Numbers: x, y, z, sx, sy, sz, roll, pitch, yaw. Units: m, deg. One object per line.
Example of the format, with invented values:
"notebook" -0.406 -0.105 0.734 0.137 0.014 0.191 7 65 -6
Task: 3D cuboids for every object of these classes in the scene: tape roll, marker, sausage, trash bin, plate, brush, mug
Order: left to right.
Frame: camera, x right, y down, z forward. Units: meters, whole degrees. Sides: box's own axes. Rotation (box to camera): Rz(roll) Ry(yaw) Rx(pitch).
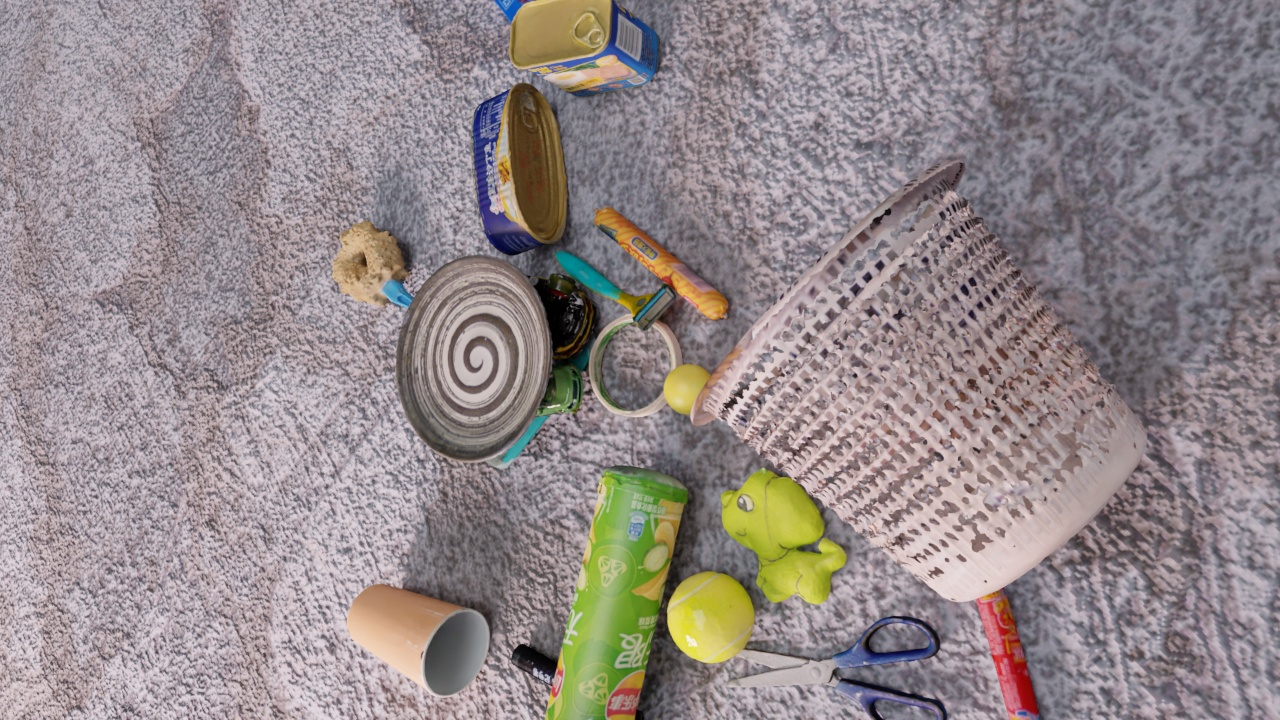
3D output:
"mug" -0.207 0.248 0.838 0.123 0.078 0.078 9 90 37
"brush" -0.215 -0.054 0.893 0.255 0.045 0.083 36 100 25
"plate" -0.142 -0.002 0.790 0.180 0.024 0.179 -3 85 32
"marker" -0.054 0.272 0.768 0.132 0.022 0.020 16 83 33
"tape roll" -0.005 0.004 0.768 0.086 0.013 0.085 -4 83 31
"sausage" 0.015 -0.083 0.759 0.165 0.021 0.021 42 106 28
"trash bin" 0.175 0.026 0.554 0.192 0.227 0.228 47 109 13
"sausage" 0.237 0.182 0.600 0.020 0.020 0.155 -19 76 29

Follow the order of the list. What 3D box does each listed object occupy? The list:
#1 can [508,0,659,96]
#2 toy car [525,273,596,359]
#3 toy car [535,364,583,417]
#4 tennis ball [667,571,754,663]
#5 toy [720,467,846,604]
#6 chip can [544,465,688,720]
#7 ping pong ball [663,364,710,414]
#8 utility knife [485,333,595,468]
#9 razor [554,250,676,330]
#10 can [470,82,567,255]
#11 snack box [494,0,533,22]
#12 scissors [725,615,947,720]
"can" -0.046 -0.266 0.778 0.102 0.083 0.057 1 86 31
"toy car" -0.110 -0.047 0.818 0.156 0.041 0.071 15 81 31
"toy car" -0.091 0.028 0.792 0.091 0.036 0.043 -10 75 25
"tennis ball" 0.052 0.191 0.685 0.066 0.065 0.065 -3 83 31
"toy" 0.105 0.128 0.679 0.097 0.031 0.100 -5 87 31
"chip can" -0.019 0.192 0.710 0.073 0.072 0.221 9 82 32
"ping pong ball" 0.039 0.023 0.724 0.040 0.040 0.040 -3 83 31
"utility knife" -0.089 0.037 0.817 0.029 0.013 0.165 46 108 26
"razor" -0.028 -0.065 0.777 0.132 0.028 0.043 31 74 38
"can" -0.108 -0.168 0.814 0.049 0.074 0.148 -14 78 33
"snack box" -0.103 -0.363 0.856 0.085 0.026 0.157 -44 65 21
"scissors" 0.138 0.216 0.662 0.171 0.012 0.141 29 102 31
